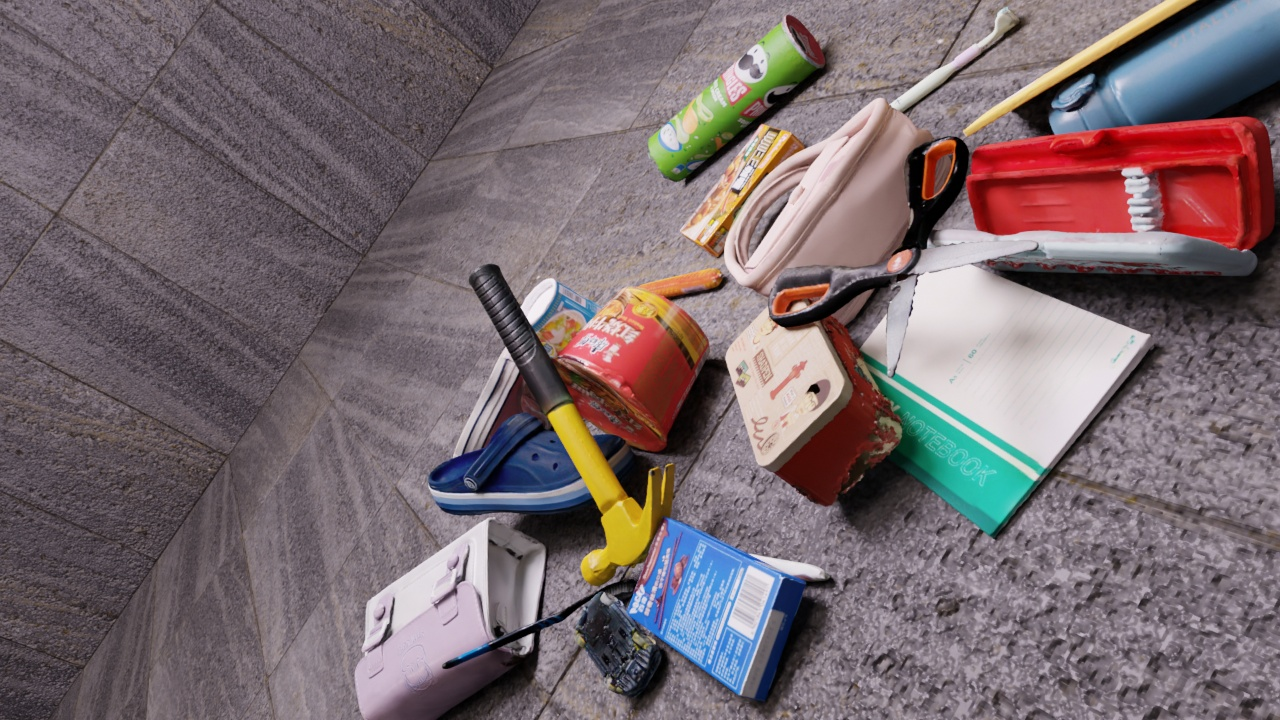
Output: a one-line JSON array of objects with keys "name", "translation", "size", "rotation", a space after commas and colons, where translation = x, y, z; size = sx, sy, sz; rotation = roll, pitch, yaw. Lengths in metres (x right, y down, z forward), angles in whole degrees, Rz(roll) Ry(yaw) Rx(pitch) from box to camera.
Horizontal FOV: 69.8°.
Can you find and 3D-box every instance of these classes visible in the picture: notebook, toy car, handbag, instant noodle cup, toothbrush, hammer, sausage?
[{"name": "notebook", "translation": [0.334, -0.225, 0.636], "size": [0.207, 0.010, 0.145], "rotation": [-30, 4, 39]}, {"name": "toy car", "translation": [-0.018, 0.227, 0.739], "size": [0.049, 0.031, 0.105], "rotation": [-56, 31, -1]}, {"name": "handbag", "translation": [-0.192, 0.265, 0.910], "size": [0.197, 0.098, 0.144], "rotation": [-37, 39, 26]}, {"name": "instant noodle cup", "translation": [-0.005, 0.005, 0.877], "size": [0.108, 0.138, 0.138], "rotation": [-54, 25, -21]}, {"name": "notebook", "translation": [0.220, 0.011, 0.628], "size": [0.150, 0.012, 0.209], "rotation": [-53, 27, 5]}, {"name": "toothbrush", "translation": [0.265, -0.258, 0.859], "size": [0.190, 0.029, 0.020], "rotation": [-36, 73, 35]}, {"name": "handbag", "translation": [0.152, -0.135, 0.844], "size": [0.193, 0.093, 0.234], "rotation": [-54, 19, 0]}, {"name": "toothbrush", "translation": [-0.089, 0.232, 0.798], "size": [0.189, 0.014, 0.016], "rotation": [-25, 47, 6]}, {"name": "instant noodle cup", "translation": [-0.080, -0.037, 1.057], "size": [0.099, 0.110, 0.099], "rotation": [-38, 31, 28]}, {"name": "hammer", "translation": [-0.070, 0.041, 0.800], "size": [0.129, 0.032, 0.300], "rotation": [-44, 70, 34]}, {"name": "toothbrush", "translation": [0.073, 0.154, 0.696], "size": [0.188, 0.016, 0.017], "rotation": [-7, 61, 56]}, {"name": "sausage", "translation": [0.038, -0.082, 1.016], "size": [0.165, 0.021, 0.021], "rotation": [-6, 54, 56]}]

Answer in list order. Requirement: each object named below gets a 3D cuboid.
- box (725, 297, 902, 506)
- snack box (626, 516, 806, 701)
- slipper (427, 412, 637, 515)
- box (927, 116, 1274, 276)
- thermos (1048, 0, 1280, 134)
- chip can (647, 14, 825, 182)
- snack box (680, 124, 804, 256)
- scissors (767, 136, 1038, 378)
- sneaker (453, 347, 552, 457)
[{"name": "box", "translation": [0.130, 0.024, 0.679], "size": [0.091, 0.077, 0.168], "rotation": [-48, 23, 20]}, {"name": "snack box", "translation": [0.050, 0.176, 0.673], "size": [0.157, 0.026, 0.084], "rotation": [13, 81, 60]}, {"name": "slipper", "translation": [-0.115, 0.095, 0.914], "size": [0.253, 0.095, 0.104], "rotation": [-11, 20, 35]}, {"name": "box", "translation": [0.265, -0.089, 0.570], "size": [0.100, 0.095, 0.202], "rotation": [-21, 16, -22]}, {"name": "thermos", "translation": [0.367, -0.194, 0.564], "size": [0.221, 0.070, 0.070], "rotation": [-29, 36, 39]}, {"name": "chip can", "translation": [0.110, -0.310, 1.110], "size": [0.237, 0.072, 0.072], "rotation": [-34, 33, 36]}, {"name": "snack box", "translation": [0.111, -0.189, 1.017], "size": [0.154, 0.026, 0.075], "rotation": [-52, 27, 5]}, {"name": "scissors", "translation": [0.166, -0.070, 0.618], "size": [0.222, 0.021, 0.232], "rotation": [-24, 33, 47]}, {"name": "sneaker", "translation": [-0.153, 0.075, 1.076], "size": [0.242, 0.088, 0.118], "rotation": [-59, 5, 43]}]
